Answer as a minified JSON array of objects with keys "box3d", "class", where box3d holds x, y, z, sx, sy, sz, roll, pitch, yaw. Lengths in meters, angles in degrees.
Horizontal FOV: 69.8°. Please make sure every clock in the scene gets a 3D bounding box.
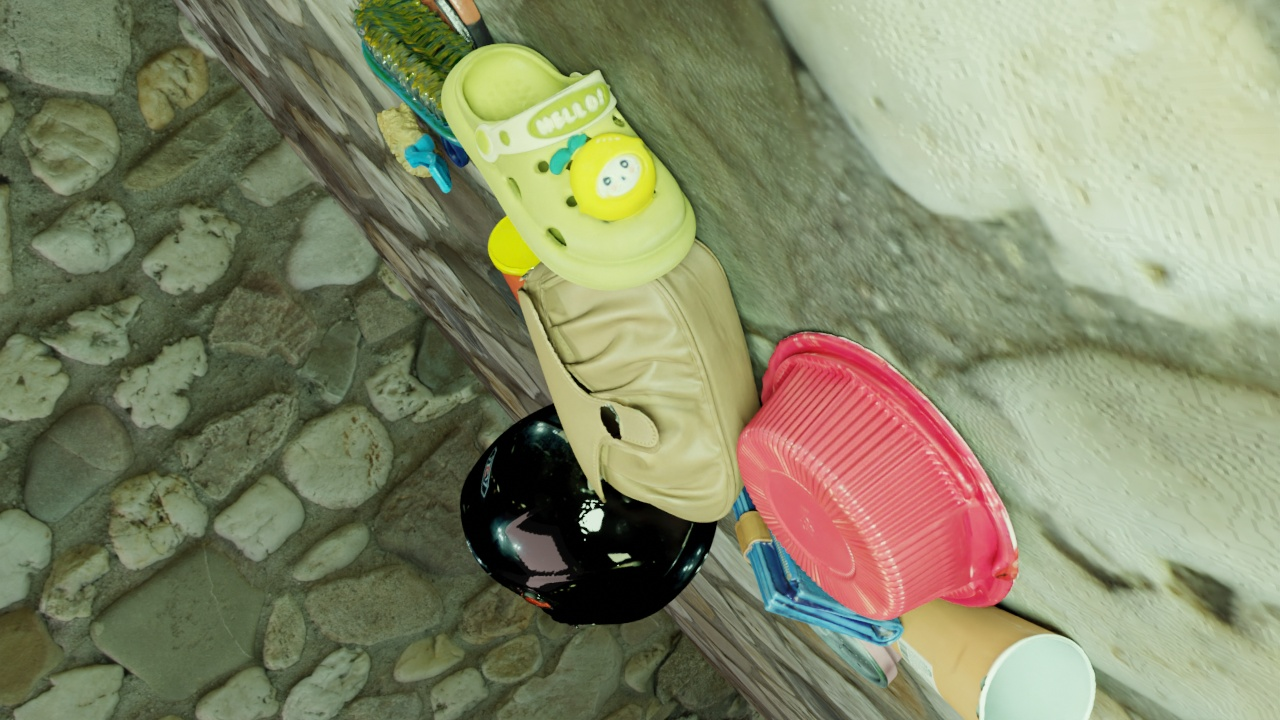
[{"box3d":[0.178,0.215,0.813,0.117,0.059,0.159,54,165,-26],"class":"clock"}]

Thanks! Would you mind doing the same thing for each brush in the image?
[{"box3d":[-0.139,-0.190,0.628,0.144,0.055,0.073,44,166,20],"class":"brush"},{"box3d":[-0.203,-0.193,0.858,0.083,0.046,0.254,59,173,-28],"class":"brush"}]

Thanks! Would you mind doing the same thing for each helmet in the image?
[{"box3d":[-0.050,0.148,0.965,0.274,0.233,0.231,12,151,-7],"class":"helmet"}]

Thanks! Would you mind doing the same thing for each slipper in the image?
[{"box3d":[-0.048,-0.123,0.522,0.190,0.091,0.082,49,166,17],"class":"slipper"}]

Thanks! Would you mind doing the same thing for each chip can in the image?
[{"box3d":[-0.074,-0.051,0.858,0.073,0.073,0.217,42,167,29],"class":"chip can"}]

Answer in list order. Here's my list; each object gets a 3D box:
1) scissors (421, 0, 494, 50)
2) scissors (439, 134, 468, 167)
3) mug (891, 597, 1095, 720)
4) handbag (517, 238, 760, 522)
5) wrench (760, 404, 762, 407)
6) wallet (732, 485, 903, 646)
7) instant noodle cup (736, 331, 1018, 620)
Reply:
[{"box3d":[-0.101,-0.199,0.640,0.196,0.015,0.216,38,163,41],"class":"scissors"},{"box3d":[-0.190,-0.233,0.851,0.173,0.012,0.162,42,166,29],"class":"scissors"},{"box3d":[0.213,0.189,0.586,0.078,0.078,0.123,52,171,-15],"class":"mug"},{"box3d":[-0.001,0.016,0.613,0.148,0.099,0.205,3,124,35],"class":"handbag"},{"box3d":[0.120,0.062,0.652,0.056,0.016,0.273,56,166,-27],"class":"wrench"},{"box3d":[0.117,0.133,0.642,0.106,0.040,0.133,22,-155,-21],"class":"wallet"},{"box3d":[0.121,0.080,0.538,0.194,0.065,0.194,50,163,21],"class":"instant noodle cup"}]
